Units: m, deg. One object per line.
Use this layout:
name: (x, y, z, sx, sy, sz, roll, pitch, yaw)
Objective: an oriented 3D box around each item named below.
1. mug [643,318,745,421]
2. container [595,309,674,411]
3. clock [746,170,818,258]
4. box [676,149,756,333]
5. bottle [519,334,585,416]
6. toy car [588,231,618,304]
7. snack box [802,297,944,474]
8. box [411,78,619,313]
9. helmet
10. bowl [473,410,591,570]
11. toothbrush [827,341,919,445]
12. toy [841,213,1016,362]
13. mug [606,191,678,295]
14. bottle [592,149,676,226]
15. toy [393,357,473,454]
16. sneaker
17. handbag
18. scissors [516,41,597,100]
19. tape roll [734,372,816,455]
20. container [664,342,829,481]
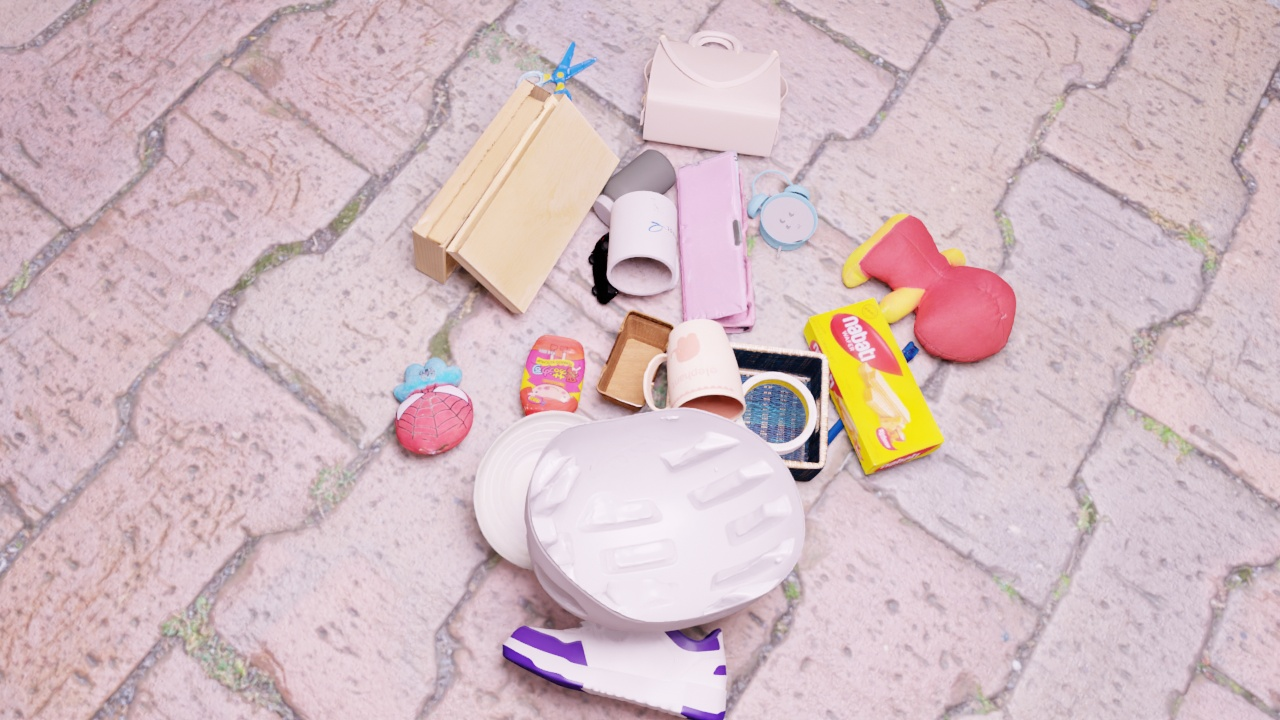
mug: (0.055, 0.017, 1.021, 0.112, 0.085, 0.104, -19, 57, 21)
container: (-0.007, 0.007, 1.104, 0.063, 0.061, 0.113, 21, 69, 5)
clock: (0.185, -0.198, 1.202, 0.087, 0.042, 0.123, -16, 72, -9)
box: (0.094, -0.153, 1.160, 0.099, 0.080, 0.232, 1, 69, -3)
bottle: (-0.107, 0.039, 1.094, 0.071, 0.048, 0.134, 10, 69, -1)
toy car: (-0.040, -0.115, 1.161, 0.036, 0.042, 0.091, 4, 67, -28)
snack box: (0.276, 0.028, 1.101, 0.092, 0.042, 0.200, -17, 68, -8)
box: (-0.161, -0.207, 1.133, 0.179, 0.142, 0.248, 24, 71, 16)
helmet: (0.025, 0.161, 0.937, 0.282, 0.184, 0.224, -16, 64, -6)
bowl: (-0.104, 0.143, 1.032, 0.176, 0.058, 0.176, 0, 91, -19)
toothbrush: (0.281, 0.044, 1.128, 0.017, 0.016, 0.189, 44, 73, 6)
toy: (0.367, -0.088, 1.143, 0.147, 0.099, 0.216, -44, 72, -9)
mug: (0.013, -0.135, 1.136, 0.083, 0.119, 0.096, -17, 54, 30)
bottle: (-0.008, -0.223, 1.192, 0.108, 0.060, 0.060, -42, 76, -16)
toy: (-0.245, 0.051, 1.078, 0.092, 0.062, 0.132, -10, 58, -14)
sneaker: (-0.019, 0.302, 0.978, 0.244, 0.092, 0.111, 15, 68, -1)
handbag: (0.102, -0.383, 1.250, 0.194, 0.101, 0.197, 8, 57, 0)
scissors: (-0.121, -0.399, 1.282, 0.109, 0.018, 0.130, 18, 70, 1)
tape roll: (0.150, 0.060, 1.035, 0.094, 0.019, 0.094, 1, 69, -2)
container: (0.122, 0.060, 1.084, 0.187, 0.071, 0.145, 6, 69, 0)
